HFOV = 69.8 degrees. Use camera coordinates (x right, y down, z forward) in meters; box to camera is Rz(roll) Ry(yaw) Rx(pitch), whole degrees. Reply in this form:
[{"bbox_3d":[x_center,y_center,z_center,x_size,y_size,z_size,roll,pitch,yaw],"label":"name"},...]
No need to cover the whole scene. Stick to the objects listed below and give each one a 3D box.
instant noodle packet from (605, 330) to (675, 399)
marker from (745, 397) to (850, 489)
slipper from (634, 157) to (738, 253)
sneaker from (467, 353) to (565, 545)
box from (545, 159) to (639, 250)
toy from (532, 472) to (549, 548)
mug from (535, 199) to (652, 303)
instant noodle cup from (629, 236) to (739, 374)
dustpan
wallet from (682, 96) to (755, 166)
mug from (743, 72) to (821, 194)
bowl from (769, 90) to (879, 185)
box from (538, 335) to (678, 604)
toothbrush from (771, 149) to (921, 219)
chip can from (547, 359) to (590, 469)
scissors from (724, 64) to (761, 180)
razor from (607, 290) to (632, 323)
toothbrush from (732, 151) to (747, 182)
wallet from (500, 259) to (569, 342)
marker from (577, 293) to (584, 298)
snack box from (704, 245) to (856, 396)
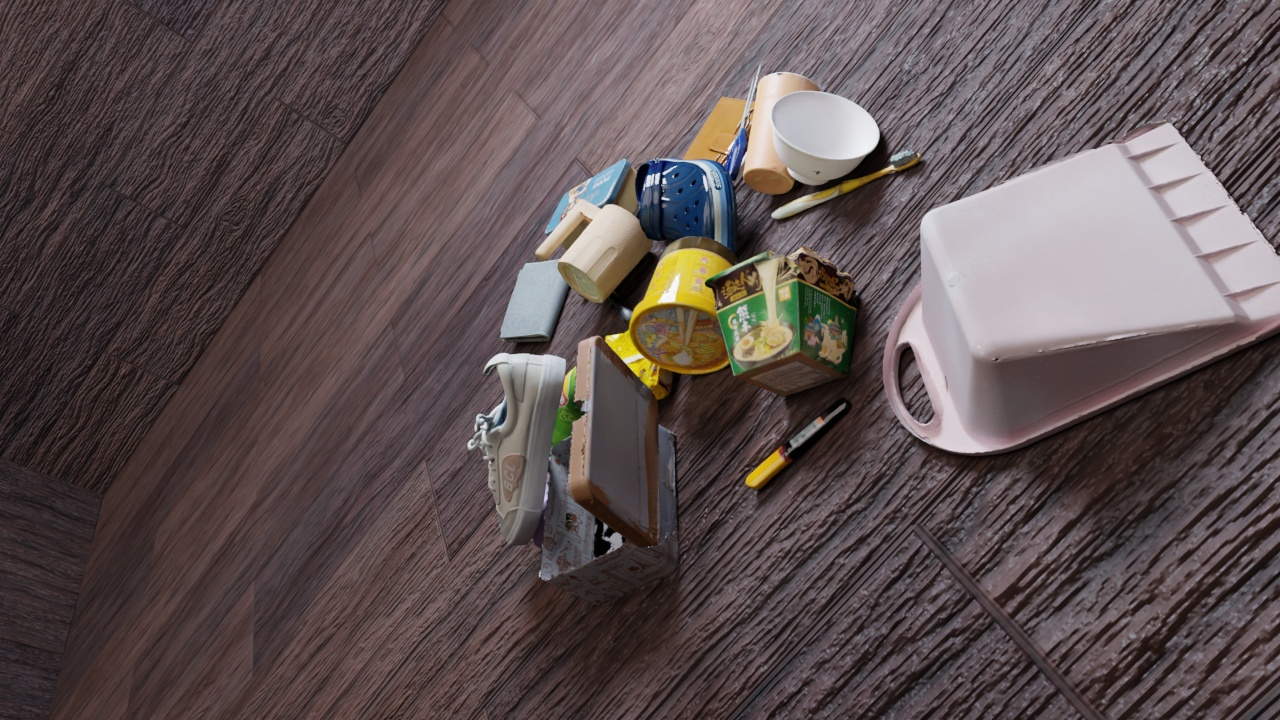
[{"bbox_3d":[-0.006,0.006,1.089,0.129,0.044,0.110,-18,52,48],"label":"instant noodle packet"},{"bbox_3d":[0.147,0.078,0.857,0.124,0.015,0.018,-44,37,16],"label":"marker"},{"bbox_3d":[0.038,-0.196,1.125,0.253,0.095,0.105,-133,34,-60],"label":"slipper"},{"bbox_3d":[-0.144,0.100,0.998,0.089,0.090,0.243,-97,17,-62],"label":"sneaker"},{"bbox_3d":[-0.059,-0.219,1.314,0.185,0.059,0.089,-20,42,52],"label":"box"},{"bbox_3d":[-0.112,0.179,1.089,0.084,0.039,0.108,-50,32,12],"label":"toy"},{"bbox_3d":[-0.063,-0.149,1.209,0.125,0.084,0.103,32,71,21],"label":"mug"},{"bbox_3d":[0.056,-0.064,1.006,0.119,0.118,0.114,-25,38,40],"label":"instant noodle cup"},{"bbox_3d":[0.326,-0.043,0.729,0.274,0.139,0.222,-12,47,12],"label":"dustpan"},{"bbox_3d":[0.102,-0.280,1.196,0.132,0.031,0.108,-58,31,3],"label":"wallet"},{"bbox_3d":[0.161,-0.259,1.065,0.078,0.078,0.122,-4,66,51],"label":"mug"},{"bbox_3d":[0.191,-0.230,0.992,0.065,0.118,0.118,102,171,-50],"label":"bowl"},{"bbox_3d":[-0.056,0.123,0.933,0.157,0.226,0.179,-18,49,24],"label":"box"},{"bbox_3d":[0.213,-0.186,0.982,0.192,0.018,0.016,-16,49,46],"label":"toothbrush"},{"bbox_3d":[-0.092,0.068,1.083,0.222,0.072,0.072,-42,34,48],"label":"chip can"},{"bbox_3d":[0.121,-0.275,1.121,0.170,0.012,0.141,-78,7,-48],"label":"scissors"},{"bbox_3d":[-0.034,-0.082,1.216,0.042,0.022,0.142,-37,34,1],"label":"razor"},{"bbox_3d":[0.136,-0.253,1.141,0.180,0.016,0.016,-57,41,2],"label":"toothbrush"},{"bbox_3d":[-0.153,-0.087,1.365,0.107,0.037,0.129,-2,63,40],"label":"wallet"},{"bbox_3d":[-0.043,-0.140,1.278,0.131,0.018,0.022,-49,1,12],"label":"marker"},{"bbox_3d":[0.138,-0.030,0.879,0.118,0.118,0.105,-22,57,42],"label":"snack box"}]
